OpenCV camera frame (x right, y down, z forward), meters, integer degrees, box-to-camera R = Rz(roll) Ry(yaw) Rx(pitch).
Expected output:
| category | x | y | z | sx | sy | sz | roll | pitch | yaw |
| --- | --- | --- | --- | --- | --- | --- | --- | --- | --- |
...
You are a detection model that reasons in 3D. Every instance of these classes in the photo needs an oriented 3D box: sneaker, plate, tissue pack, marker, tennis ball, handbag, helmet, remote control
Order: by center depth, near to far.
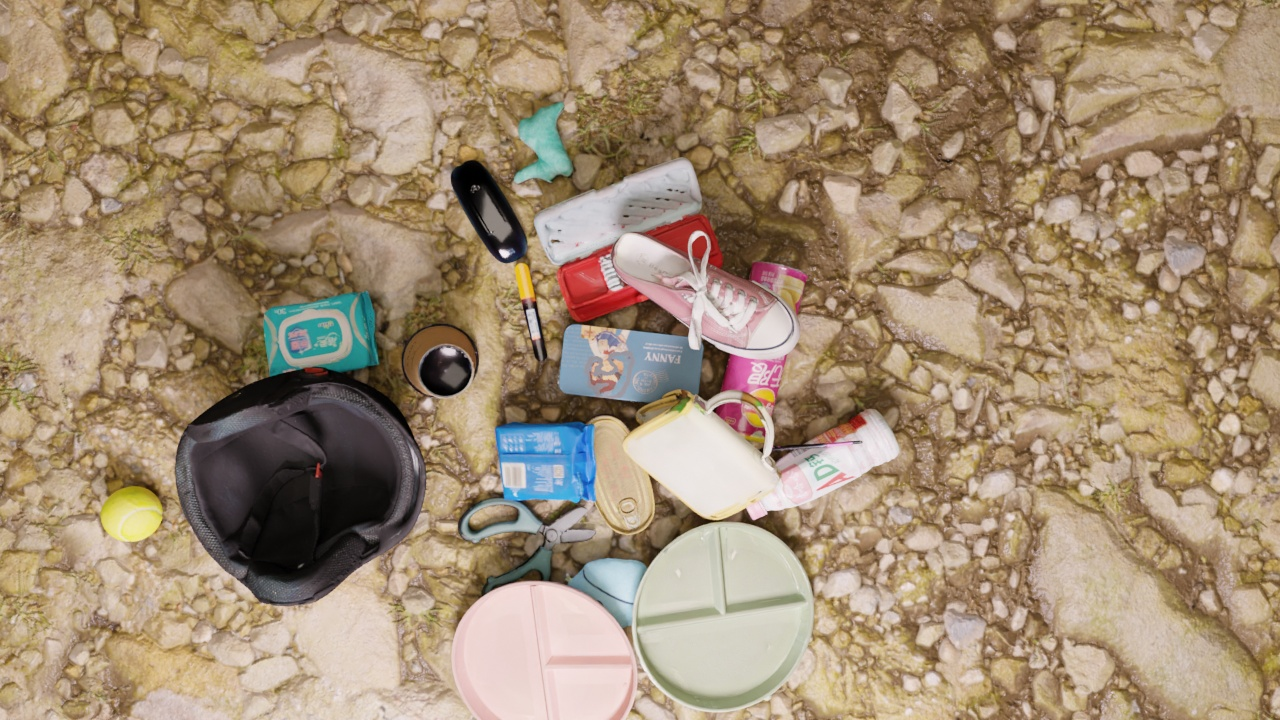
| category | x | y | z | sx | sy | sz | roll | pitch | yaw |
| --- | --- | --- | --- | --- | --- | --- | --- | --- | --- |
| helmet | -0.366 | 0.121 | 1.022 | 0.275 | 0.230 | 0.233 | -12 | 106 | 0 |
| sneaker | 0.072 | -0.074 | 1.039 | 0.241 | 0.088 | 0.118 | 30 | 95 | 2 |
| handbag | 0.090 | 0.094 | 1.056 | 0.163 | 0.063 | 0.179 | 41 | 133 | -17 |
| tissue pack | -0.110 | 0.119 | 1.088 | 0.157 | 0.052 | 0.095 | -4 | 91 | 37 |
| tennis ball | -0.608 | 0.184 | 1.097 | 0.065 | 0.065 | 0.065 | 0 | 91 | -2 |
| plate | -0.115 | 0.367 | 1.107 | 0.229 | 0.028 | 0.230 | 2 | 104 | 9 |
| tissue pack | -0.382 | -0.028 | 1.107 | 0.133 | 0.050 | 0.093 | -11 | 90 | -2 |
| plate | 0.099 | 0.308 | 1.112 | 0.230 | 0.027 | 0.230 | 0 | 90 | -12 |
| remote control | -0.186 | -0.183 | 1.122 | 0.053 | 0.024 | 0.136 | -31 | 92 | 0 |
| marker | -0.135 | -0.059 | 1.131 | 0.018 | 0.015 | 0.124 | -12 | 94 | 0 |

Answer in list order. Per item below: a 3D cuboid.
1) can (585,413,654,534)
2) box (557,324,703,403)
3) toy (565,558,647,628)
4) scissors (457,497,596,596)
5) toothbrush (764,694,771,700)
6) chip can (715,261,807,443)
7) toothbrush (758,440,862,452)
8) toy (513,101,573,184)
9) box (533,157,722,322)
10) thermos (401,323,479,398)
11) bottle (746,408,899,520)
| category | x | y | z | sx | sy | sz | roll | pitch | yaw |
| --- | --- | --- | --- | --- | --- | --- | --- | --- | --- |
| can | -0.029 | 0.137 | 1.120 | 0.074 | 0.049 | 0.148 | -20 | 91 | -1 |
| box | -0.007 | 0.006 | 1.112 | 0.184 | 0.063 | 0.090 | 4 | 92 | 0 |
| toy | -0.018 | 0.290 | 1.123 | 0.156 | 0.050 | 0.161 | 40 | 92 | -9 |
| scissors | -0.148 | 0.214 | 1.134 | 0.177 | 0.019 | 0.172 | -40 | 91 | 1 |
| toothbrush | 0.130 | 0.335 | 1.143 | 0.020 | 0.029 | 0.189 | -16 | 94 | 42 |
| chip can | 0.143 | -0.010 | 1.111 | 0.071 | 0.071 | 0.210 | 14 | 90 | -2 |
| toothbrush | 0.173 | 0.104 | 1.108 | 0.189 | 0.014 | 0.017 | -8 | 84 | 23 |
| toy | -0.120 | -0.258 | 1.120 | 0.096 | 0.030 | 0.092 | -26 | 89 | 5 |
| box | -0.013 | -0.145 | 1.110 | 0.201 | 0.063 | 0.160 | -21 | 109 | -1 |
| thermos | -0.232 | 0.005 | 1.072 | 0.093 | 0.143 | 0.093 | -1 | 96 | -14 |
| bottle | 0.215 | 0.132 | 1.119 | 0.197 | 0.068 | 0.068 | -29 | 92 | 2 |
